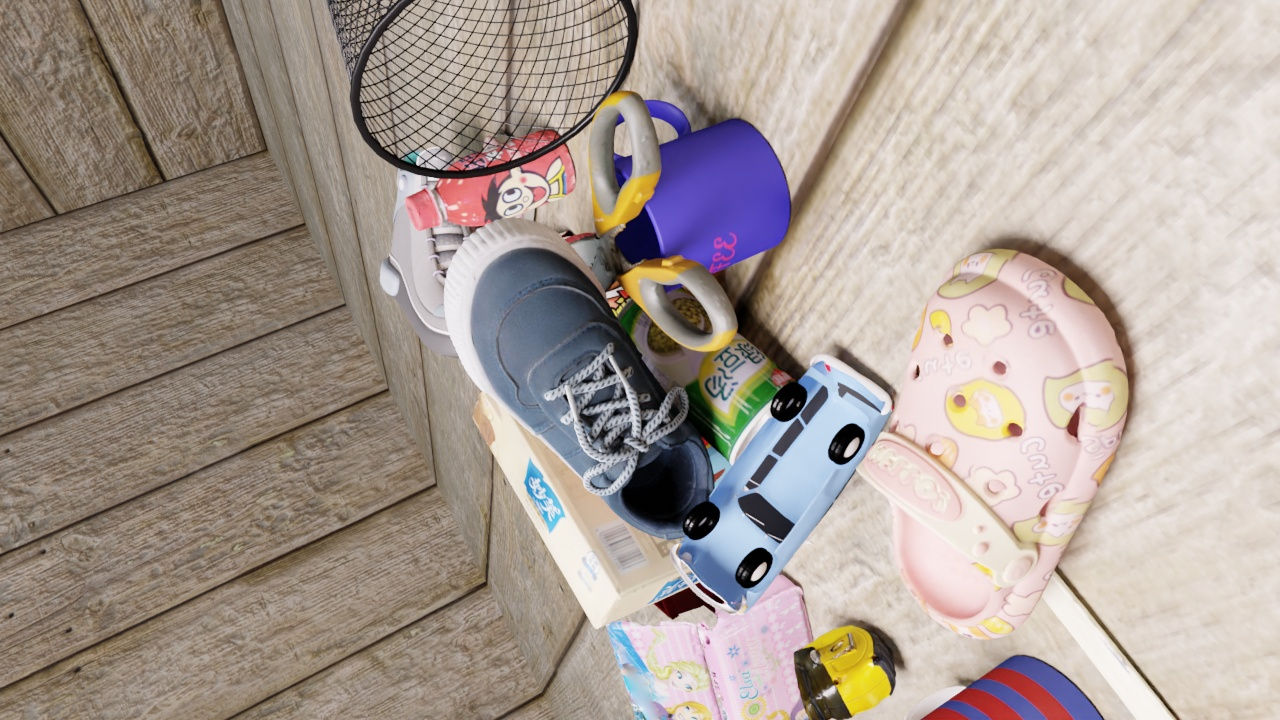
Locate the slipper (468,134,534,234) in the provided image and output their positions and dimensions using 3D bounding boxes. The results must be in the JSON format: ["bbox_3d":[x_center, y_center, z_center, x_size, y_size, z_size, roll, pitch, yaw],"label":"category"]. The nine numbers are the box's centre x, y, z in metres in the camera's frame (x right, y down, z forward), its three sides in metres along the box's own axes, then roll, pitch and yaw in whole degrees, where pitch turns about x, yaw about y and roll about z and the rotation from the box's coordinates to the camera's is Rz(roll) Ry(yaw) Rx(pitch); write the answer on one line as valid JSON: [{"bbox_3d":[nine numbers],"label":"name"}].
[{"bbox_3d":[-0.155,-0.131,0.969,0.114,0.054,0.275,58,158,20],"label":"slipper"}]

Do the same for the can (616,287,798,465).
[{"bbox_3d":[0.042,0.008,0.591,0.121,0.067,0.067,42,151,24],"label":"can"}]

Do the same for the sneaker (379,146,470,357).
[{"bbox_3d":[-0.180,-0.111,0.867,0.257,0.093,0.161,38,128,53],"label":"sneaker"}]

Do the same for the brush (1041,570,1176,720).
[{"bbox_3d":[0.210,0.128,0.431,0.217,0.012,0.033,56,157,20],"label":"brush"}]

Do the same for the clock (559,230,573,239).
[{"bbox_3d":[-0.087,-0.060,0.865,0.155,0.065,0.115,26,136,59],"label":"clock"}]

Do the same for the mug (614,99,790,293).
[{"bbox_3d":[0.021,-0.101,0.530,0.111,0.083,0.079,62,159,10],"label":"mug"}]

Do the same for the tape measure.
[{"bbox_3d":[0.137,0.207,0.619,0.037,0.064,0.065,61,-170,-12],"label":"tape measure"}]

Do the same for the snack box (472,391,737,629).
[{"bbox_3d":[-0.018,0.087,0.727,0.207,0.153,0.055,55,139,26],"label":"snack box"}]

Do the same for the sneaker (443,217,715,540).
[{"bbox_3d":[-0.023,0.025,0.515,0.235,0.089,0.087,54,173,-38],"label":"sneaker"}]

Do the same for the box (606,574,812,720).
[{"bbox_3d":[0.074,0.292,0.748,0.061,0.161,0.231,-105,0,-65],"label":"box"}]

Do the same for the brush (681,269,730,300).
[{"bbox_3d":[0.041,-0.054,0.629,0.048,0.017,0.126,44,151,44],"label":"brush"}]

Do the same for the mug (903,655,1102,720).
[{"bbox_3d":[0.182,0.206,0.491,0.075,0.076,0.112,68,160,-6],"label":"mug"}]

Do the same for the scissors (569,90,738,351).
[{"bbox_3d":[-0.016,-0.071,0.506,0.225,0.016,0.175,26,137,63],"label":"scissors"}]

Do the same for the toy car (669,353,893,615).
[{"bbox_3d":[0.081,0.072,0.519,0.056,0.153,0.054,39,-175,35],"label":"toy car"}]

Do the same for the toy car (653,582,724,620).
[{"bbox_3d":[0.029,0.183,0.830,0.070,0.061,0.170,67,162,-14],"label":"toy car"}]

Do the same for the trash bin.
[{"bbox_3d":[-0.128,-0.261,0.602,0.210,0.183,0.184,64,161,21],"label":"trash bin"}]

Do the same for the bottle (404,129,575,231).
[{"bbox_3d":[-0.127,-0.145,0.766,0.062,0.137,0.062,51,156,33],"label":"bottle"}]

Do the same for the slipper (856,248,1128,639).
[{"bbox_3d":[0.139,0.052,0.398,0.093,0.081,0.198,38,139,47],"label":"slipper"}]

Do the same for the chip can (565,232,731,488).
[{"bbox_3d":[-0.004,0.004,0.708,0.213,0.087,0.087,55,157,25],"label":"chip can"}]
